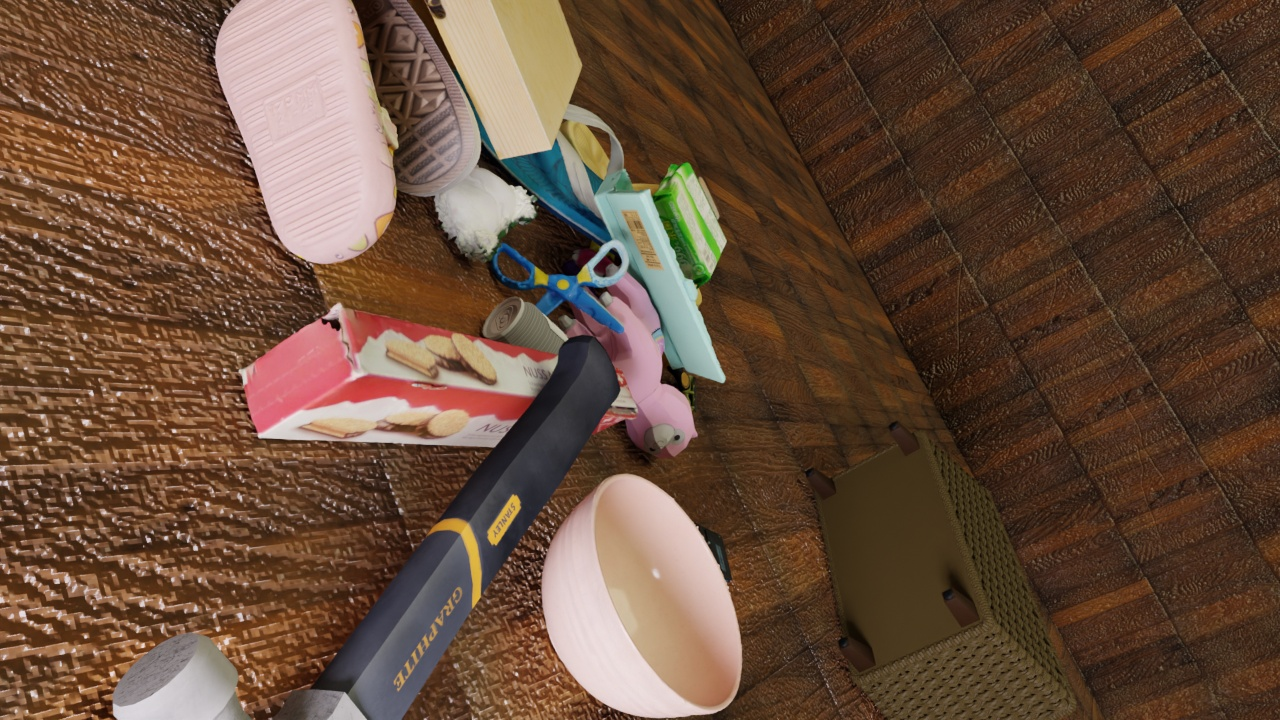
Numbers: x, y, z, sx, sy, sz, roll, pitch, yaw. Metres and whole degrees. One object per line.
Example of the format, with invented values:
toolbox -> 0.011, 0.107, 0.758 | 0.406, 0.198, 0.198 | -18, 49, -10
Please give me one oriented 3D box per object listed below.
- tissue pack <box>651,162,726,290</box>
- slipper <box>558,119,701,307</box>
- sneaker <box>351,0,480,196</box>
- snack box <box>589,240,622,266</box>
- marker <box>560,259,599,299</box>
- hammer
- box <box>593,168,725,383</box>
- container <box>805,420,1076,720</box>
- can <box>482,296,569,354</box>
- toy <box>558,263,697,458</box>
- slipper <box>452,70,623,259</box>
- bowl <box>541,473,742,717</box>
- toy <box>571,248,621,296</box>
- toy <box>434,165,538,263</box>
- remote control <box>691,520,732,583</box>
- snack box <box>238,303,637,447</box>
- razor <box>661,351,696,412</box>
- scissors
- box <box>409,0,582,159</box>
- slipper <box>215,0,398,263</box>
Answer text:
tissue pack -> 0.052, -0.144, 0.962 | 0.114, 0.034, 0.099 | 61, 29, -21
slipper -> 0.006, -0.163, 1.015 | 0.263, 0.079, 0.099 | 50, 26, -24
sneaker -> -0.193, -0.228, 0.668 | 0.245, 0.091, 0.097 | 58, 5, 2
snack box -> 0.003, -0.078, 0.966 | 0.149, 0.026, 0.061 | 50, 24, -22
marker -> -0.031, -0.036, 0.849 | 0.134, 0.015, 0.018 | 55, -9, -11
hammer -> -0.084, 0.081, 0.436 | 0.139, 0.035, 0.311 | 64, 34, -24
box -> 0.016, -0.073, 0.827 | 0.138, 0.055, 0.187 | -106, 171, -69
container -> 0.315, 0.243, 1.046 | 0.205, 0.177, 0.320 | 44, 26, -27
can -> -0.067, 0.000, 0.685 | 0.106, 0.044, 0.044 | 44, 26, -34
toy -> -0.005, 0.004, 0.790 | 0.157, 0.067, 0.123 | 55, 20, -21
slipper -> -0.056, -0.182, 0.880 | 0.295, 0.060, 0.118 | 37, 39, -26
bowl -> -0.009, 0.154, 0.569 | 0.153, 0.076, 0.152 | 45, 26, -29
toy -> -0.021, -0.075, 0.885 | 0.102, 0.050, 0.065 | 45, 30, -21
toy -> -0.137, -0.132, 0.711 | 0.109, 0.041, 0.095 | 51, 37, -11
remote control -> 0.023, 0.141, 0.734 | 0.140, 0.021, 0.045 | 34, 31, -39
snack box -> -0.098, 0.022, 0.547 | 0.272, 0.077, 0.044 | 15, 52, -62
razor -> 0.019, -0.004, 0.891 | 0.144, 0.021, 0.044 | 47, 32, -40
scissors -> -0.061, -0.060, 0.726 | 0.125, 0.126, 0.013 | 38, -22, 11
box -> -0.139, -0.308, 0.671 | 0.252, 0.118, 0.248 | 47, -16, 46
slipper -> -0.186, -0.143, 0.557 | 0.197, 0.093, 0.081 | 68, 12, 19
